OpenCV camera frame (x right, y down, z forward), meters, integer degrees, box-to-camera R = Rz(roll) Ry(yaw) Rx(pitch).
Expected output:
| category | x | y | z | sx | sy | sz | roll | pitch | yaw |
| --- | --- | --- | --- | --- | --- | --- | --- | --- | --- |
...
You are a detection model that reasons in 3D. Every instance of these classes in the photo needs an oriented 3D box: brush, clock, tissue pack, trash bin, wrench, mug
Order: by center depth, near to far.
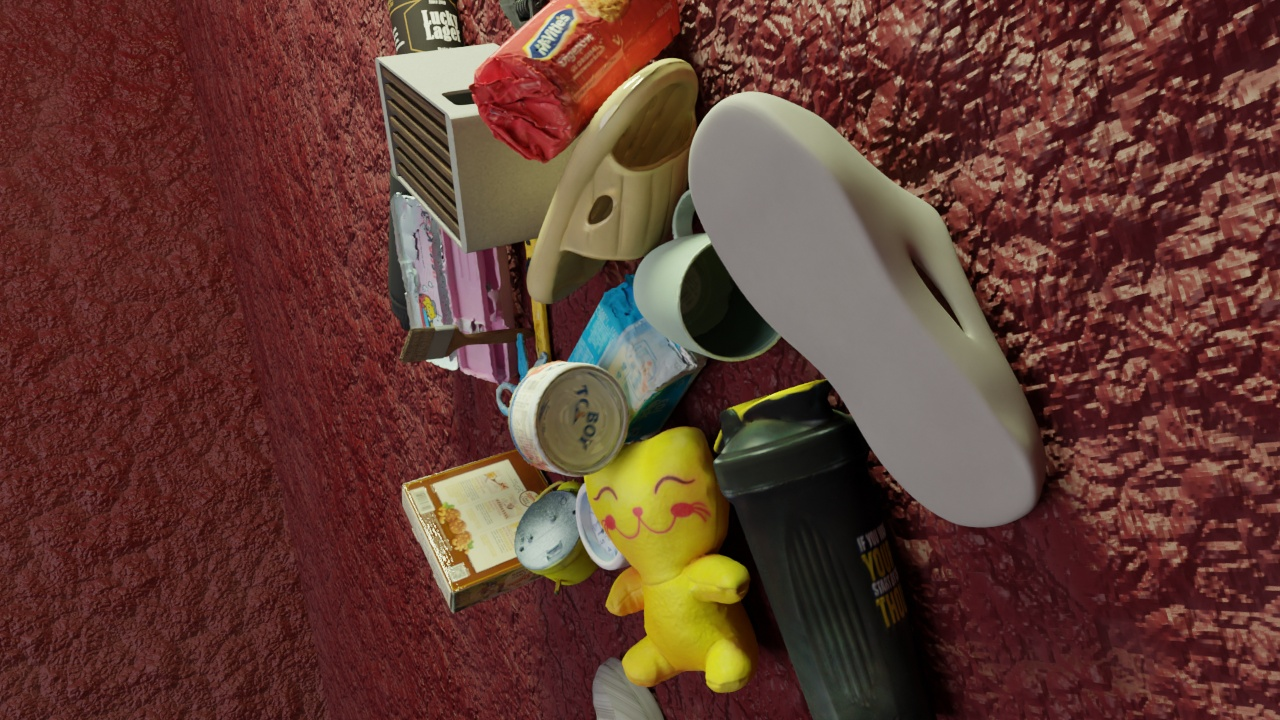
| category | x | y | z | sx | sy | sz | roll | pitch | yaw |
| --- | --- | --- | --- | --- | --- | --- | --- | --- | --- |
| mug | 0.043 | -0.062 | 0.623 | 0.104 | 0.084 | 0.111 | -156 | 65 | -66 |
| tissue pack | -0.004 | 0.004 | 0.740 | 0.093 | 0.061 | 0.145 | 60 | 147 | 20 |
| clock | -0.010 | 0.135 | 0.806 | 0.126 | 0.051 | 0.088 | -40 | 65 | 52 |
| trash bin | -0.143 | -0.198 | 0.818 | 0.229 | 0.114 | 0.115 | 44 | 143 | 50 |
| wrench | -0.085 | -0.244 | 0.834 | 0.073 | 0.018 | 0.273 | -18 | 86 | 59 |
| clock | -0.080 | 0.164 | 0.896 | 0.083 | 0.057 | 0.119 | -38 | 42 | 10 |
| brush | -0.169 | -0.020 | 0.922 | 0.008 | 0.142 | 0.045 | 57 | 135 | 29 |

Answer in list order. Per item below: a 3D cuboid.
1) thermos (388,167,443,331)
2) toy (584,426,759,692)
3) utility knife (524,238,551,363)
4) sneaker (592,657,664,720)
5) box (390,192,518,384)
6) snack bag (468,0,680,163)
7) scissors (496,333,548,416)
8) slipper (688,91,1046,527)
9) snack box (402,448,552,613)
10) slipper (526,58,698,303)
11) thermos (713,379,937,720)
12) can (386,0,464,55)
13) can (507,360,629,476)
| category | x | y | z | sx | sy | sz | roll | pitch | yaw |
| --- | --- | --- | --- | --- | --- | --- | --- | --- | --- |
| thermos | -0.250 | -0.127 | 1.074 | 0.086 | 0.086 | 0.199 | 47 | 137 | 41 |
| toy | 0.034 | 0.149 | 0.702 | 0.135 | 0.087 | 0.193 | -21 | 83 | 41 |
| utility knife | -0.103 | -0.058 | 0.927 | 0.030 | 0.017 | 0.159 | -158 | 58 | -65 |
| sneaker | -0.022 | 0.411 | 0.877 | 0.099 | 0.089 | 0.236 | -23 | 80 | 59 |
| box | -0.204 | -0.078 | 0.999 | 0.153 | 0.037 | 0.201 | 16 | 122 | 32 |
| snack bag | -0.040 | -0.210 | 0.632 | 0.082 | 0.176 | 0.082 | 30 | 153 | 16 |
| scissors | -0.110 | 0.038 | 0.957 | 0.117 | 0.013 | 0.140 | 52 | 139 | 16 |
| slipper | 0.134 | -0.037 | 0.501 | 0.266 | 0.080 | 0.113 | 53 | 150 | 8 |
| snack box | -0.157 | 0.172 | 0.963 | 0.143 | 0.146 | 0.041 | 53 | 147 | 35 |
| slipper | -0.011 | -0.111 | 0.691 | 0.079 | 0.111 | 0.262 | 45 | 143 | 6 |
| thermos | 0.112 | 0.126 | 0.564 | 0.098 | 0.098 | 0.221 | -21 | 87 | 59 |
| can | -0.225 | -0.342 | 0.975 | 0.072 | 0.071 | 0.128 | -10 | 91 | 59 |
| can | -0.053 | 0.043 | 0.693 | 0.043 | 0.086 | 0.086 | 2 | 102 | 55 |
